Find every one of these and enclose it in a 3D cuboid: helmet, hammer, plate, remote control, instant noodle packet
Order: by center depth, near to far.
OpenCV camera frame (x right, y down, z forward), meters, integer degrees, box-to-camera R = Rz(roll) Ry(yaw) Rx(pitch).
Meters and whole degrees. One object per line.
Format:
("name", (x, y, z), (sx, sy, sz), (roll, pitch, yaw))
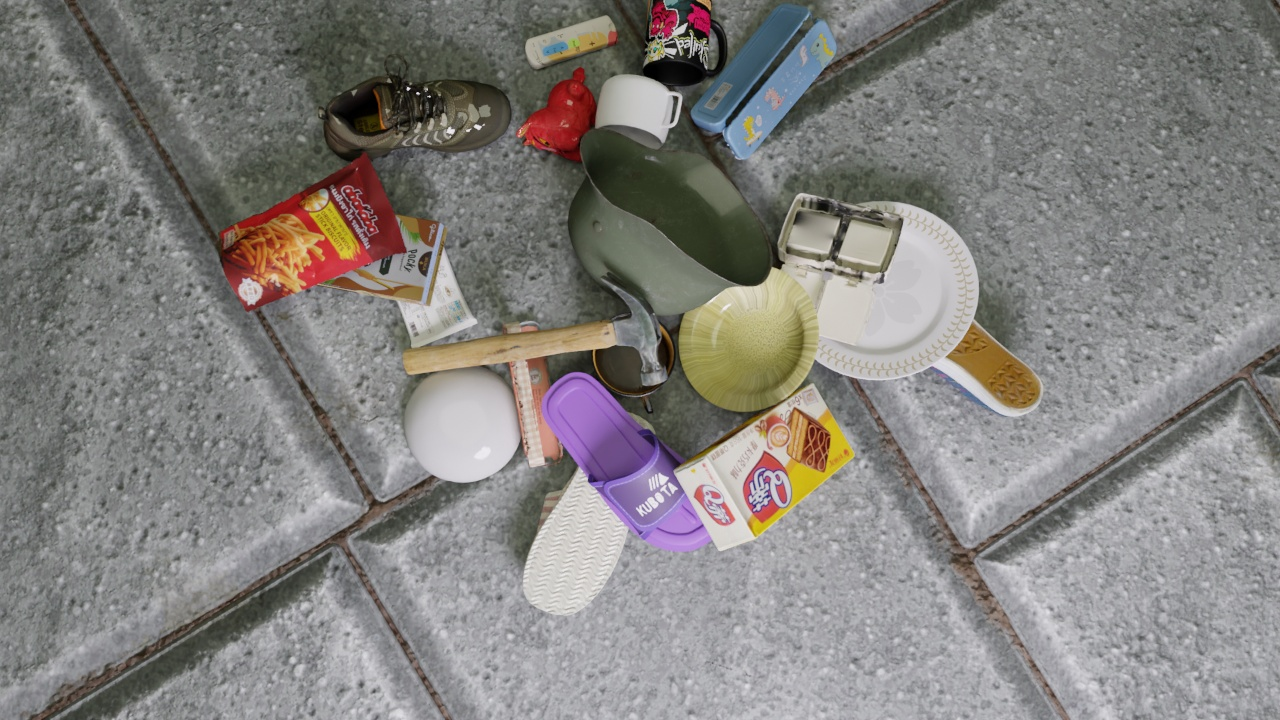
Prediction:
("hammer", (-0.136, -0.020, 1.087), (0.331, 0.033, 0.132), (-7, 106, 20))
("helmet", (0.008, -0.152, 1.109), (0.268, 0.226, 0.154), (42, 125, -10))
("plate", (0.139, -0.026, 1.155), (0.185, 0.036, 0.184), (-5, 80, 27))
("instant noodle packet", (-0.273, -0.092, 1.162), (0.087, 0.026, 0.134), (-23, 87, -5))
("plate", (0.303, -0.090, 1.173), (0.243, 0.016, 0.242), (-4, 72, 13))
("remote control", (-0.091, -0.418, 1.205), (0.125, 0.018, 0.038), (-20, 87, -7))

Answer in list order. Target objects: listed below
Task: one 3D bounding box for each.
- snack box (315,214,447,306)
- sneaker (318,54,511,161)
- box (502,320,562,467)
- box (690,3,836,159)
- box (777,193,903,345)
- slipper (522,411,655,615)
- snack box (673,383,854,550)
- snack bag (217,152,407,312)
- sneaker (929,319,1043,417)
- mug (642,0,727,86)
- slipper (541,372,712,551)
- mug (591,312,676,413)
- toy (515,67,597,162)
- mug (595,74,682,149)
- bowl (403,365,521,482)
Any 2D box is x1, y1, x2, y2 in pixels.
("snack box", (-0.343, -0.135, 1.140), (0.186, 0.031, 0.101), (11, 85, 9))
("sneaker", (-0.281, -0.315, 1.121), (0.238, 0.143, 0.101), (-11, 85, -5))
("box", (-0.134, 0.041, 1.147), (0.070, 0.057, 0.187), (-9, 87, -37))
("box", (0.162, -0.370, 1.215), (0.209, 0.073, 0.085), (-50, 131, -5))
("box", (0.239, -0.116, 1.162), (0.144, 0.058, 0.187), (18, 76, 18))
("slipper", (-0.064, 0.186, 1.142), (0.115, 0.052, 0.262), (25, 77, 2))
("snack box", (0.153, 0.123, 1.093), (0.229, 0.062, 0.110), (-27, 87, -43))
("snack bag", (-0.400, -0.150, 1.115), (0.208, 0.067, 0.139), (-24, 75, -6))
("sneaker", (0.404, -0.011, 1.179), (0.235, 0.079, 0.087), (39, 84, 18))
("mug", (0.063, -0.414, 1.190), (0.117, 0.082, 0.098), (8, 84, -31))
("slipper", (-0.014, 0.122, 1.081), (0.107, 0.084, 0.266), (-43, 83, -3))
("mug", (-0.007, 0.007, 1.137), (0.100, 0.094, 0.123), (-17, 87, -3))
("toy", (-0.106, -0.324, 1.172), (0.094, 0.088, 0.132), (6, 72, 14))
("mug", (0.001, -0.313, 1.157), (0.116, 0.094, 0.068), (6, 82, 34))
("bowl", (-0.223, 0.077, 1.143), (0.149, 0.043, 0.149), (0, 85, -4))
